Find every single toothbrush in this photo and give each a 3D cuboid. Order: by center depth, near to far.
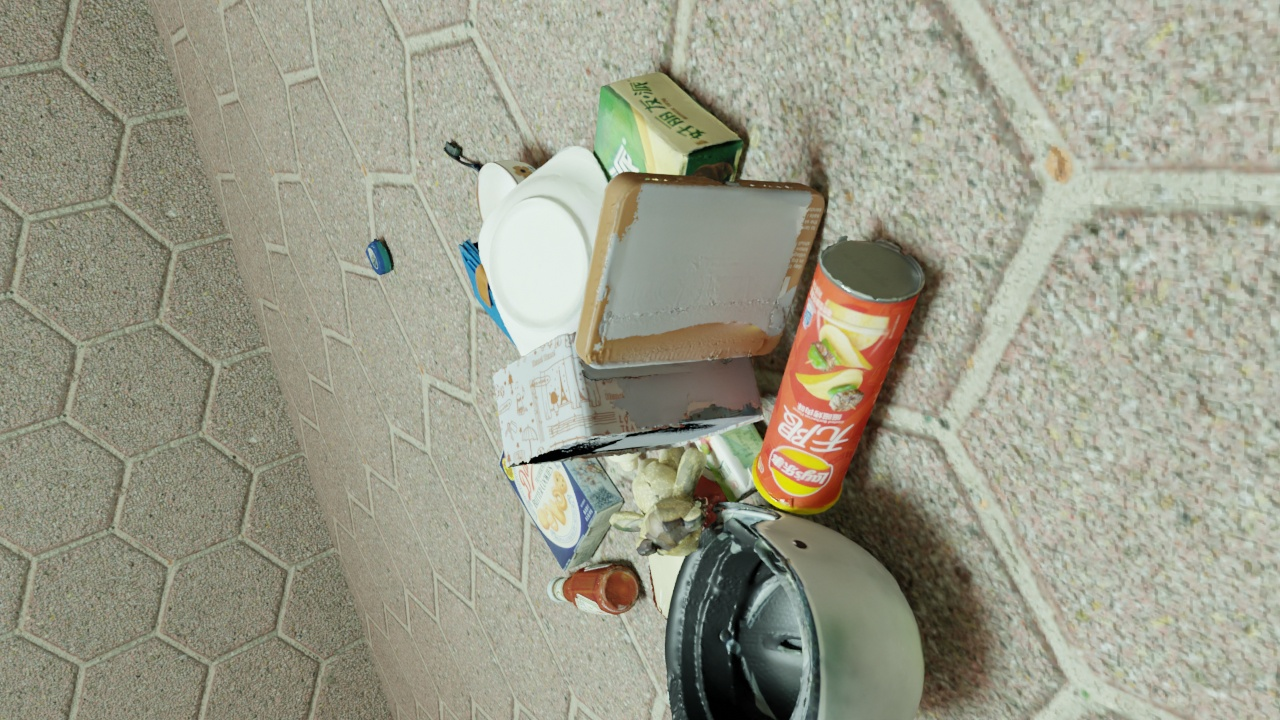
[{"bbox_3d":[-0.180,-0.218,1.063,0.189,0.014,0.016,38,113,39],"label":"toothbrush"}]

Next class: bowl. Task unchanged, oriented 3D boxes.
[{"bbox_3d":[-0.118,-0.157,0.955,0.113,0.062,0.114,36,138,40],"label":"bowl"}]

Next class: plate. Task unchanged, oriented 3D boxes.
[{"bbox_3d":[-0.077,-0.082,0.777,0.164,0.034,0.164,-34,75,34],"label":"plate"}]

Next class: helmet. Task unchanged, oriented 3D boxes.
[{"bbox_3d":[0.125,0.230,0.723,0.275,0.157,0.229,132,145,-71],"label":"helmet"}]

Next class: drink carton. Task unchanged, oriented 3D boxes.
[{"bbox_3d":[0.073,0.061,0.811,0.122,0.045,0.054,59,159,17],"label":"drink carton"}]

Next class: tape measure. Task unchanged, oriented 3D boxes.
[{"bbox_3d":[-0.415,-0.164,1.463,0.054,0.025,0.058,65,154,0],"label":"tape measure"}]

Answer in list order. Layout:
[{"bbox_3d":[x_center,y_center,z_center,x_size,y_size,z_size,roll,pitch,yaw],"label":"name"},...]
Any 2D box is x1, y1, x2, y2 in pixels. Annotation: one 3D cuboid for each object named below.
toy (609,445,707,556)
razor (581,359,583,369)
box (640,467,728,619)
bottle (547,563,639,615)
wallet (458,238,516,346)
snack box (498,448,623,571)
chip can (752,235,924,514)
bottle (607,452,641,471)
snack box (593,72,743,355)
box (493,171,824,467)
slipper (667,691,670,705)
[{"bbox_3d":[0.023,0.119,0.813,0.066,0.105,0.157,53,-169,-18],"label":"toy"},{"bbox_3d":[-0.092,-0.047,0.874,0.167,0.067,0.062,49,159,46],"label":"razor"},{"bbox_3d":[0.047,0.194,0.910,0.091,0.079,0.168,24,129,51],"label":"box"},{"bbox_3d":[-0.069,0.295,1.183,0.207,0.059,0.060,-26,87,60],"label":"bottle"},{"bbox_3d":[-0.170,-0.075,1.110,0.133,0.040,0.106,46,157,32],"label":"wallet"},{"bbox_3d":[-0.107,0.152,1.163,0.182,0.045,0.178,54,147,21],"label":"snack box"},{"bbox_3d":[0.136,0.018,0.658,0.073,0.073,0.217,46,143,32],"label":"chip can"},{"bbox_3d":[-0.028,0.053,0.959,0.067,0.066,0.150,23,136,50],"label":"bottle"},{"bbox_3d":[0.008,-0.109,0.783,0.114,0.063,0.241,50,147,32],"label":"snack box"},{"bbox_3d":[0.015,-0.012,0.670,0.274,0.178,0.126,-56,50,40],"label":"box"},{"bbox_3d":[0.084,0.352,0.963,0.104,0.074,0.246,55,147,18],"label":"slipper"}]
